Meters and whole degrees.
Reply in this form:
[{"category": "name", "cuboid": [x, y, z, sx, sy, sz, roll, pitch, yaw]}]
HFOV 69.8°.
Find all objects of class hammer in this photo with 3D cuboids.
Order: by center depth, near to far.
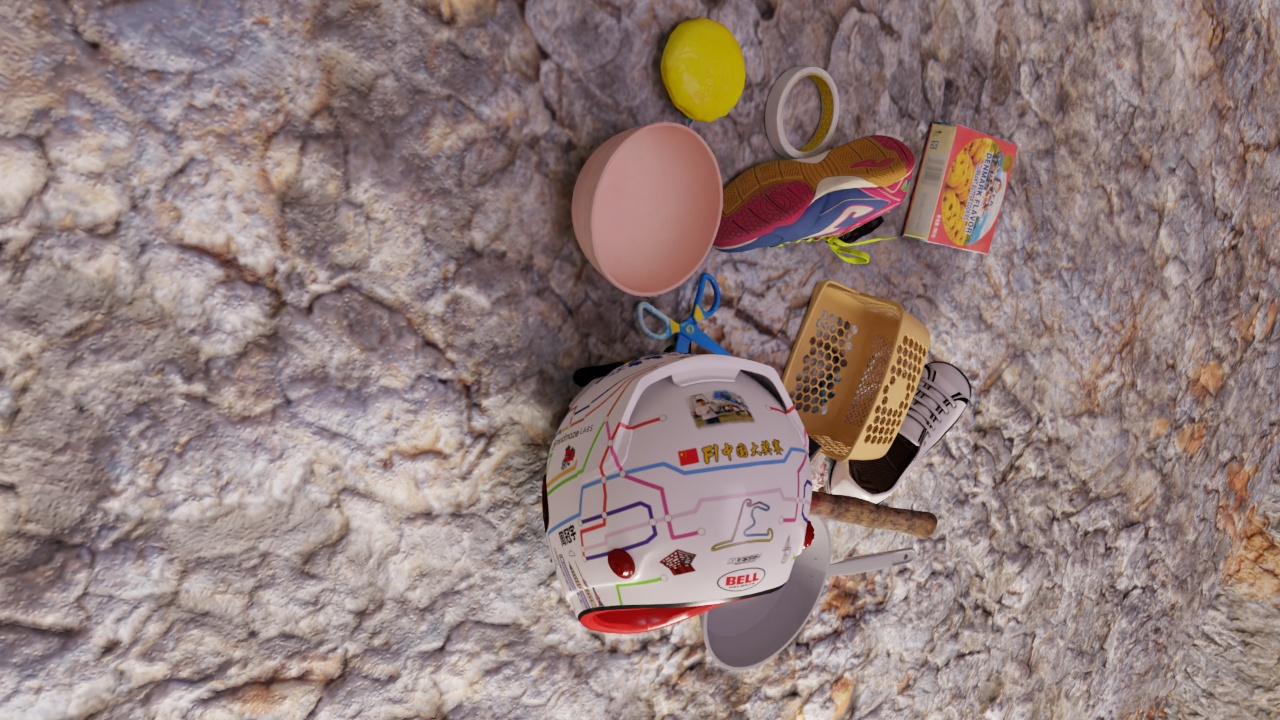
[{"category": "hammer", "cuboid": [0.250, 0.164, 1.032, 0.329, 0.033, 0.120, 17, 108, -43]}]

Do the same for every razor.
[{"category": "razor", "cuboid": [-0.005, 0.005, 0.919, 0.143, 0.021, 0.044, -12, 114, -33]}]

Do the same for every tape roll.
[{"category": "tape roll", "cuboid": [0.170, -0.258, 0.959, 0.093, 0.019, 0.094, -15, 115, -35]}]

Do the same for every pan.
[{"category": "pan", "cuboid": [0.199, 0.248, 1.075, 0.355, 0.051, 0.201, -3, 109, -40]}]

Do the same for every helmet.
[{"category": "helmet", "cuboid": [0.025, 0.115, 0.846, 0.230, 0.315, 0.235, -4, 70, -20]}]

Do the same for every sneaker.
[{"category": "sneaker", "cuboid": [0.176, -0.150, 0.951, 0.241, 0.116, 0.091, -21, 145, -13]}, {"category": "sneaker", "cuboid": [0.328, 0.087, 1.148, 0.245, 0.091, 0.097, -41, 166, -15]}]

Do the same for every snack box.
[{"category": "snack box", "cuboid": [0.402, -0.213, 1.150, 0.144, 0.040, 0.143, 2, 104, -39]}]

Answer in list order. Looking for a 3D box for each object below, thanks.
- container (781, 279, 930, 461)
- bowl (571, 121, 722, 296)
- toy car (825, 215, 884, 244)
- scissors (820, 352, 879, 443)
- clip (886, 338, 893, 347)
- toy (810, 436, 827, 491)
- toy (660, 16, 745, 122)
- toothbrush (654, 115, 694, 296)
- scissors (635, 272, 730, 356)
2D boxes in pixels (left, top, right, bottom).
[{"category": "container", "cuboid": [0.224, 0.013, 1.032, 0.166, 0.129, 0.183, 16, 96, -42]}, {"category": "bowl", "cuboid": [-0.005, -0.140, 0.825, 0.152, 0.076, 0.153, -16, 117, -34]}, {"category": "toy car", "cuboid": [0.232, -0.152, 1.037, 0.091, 0.042, 0.036, -25, 146, -29]}, {"category": "scissors", "cuboid": [0.269, 0.051, 1.163, 0.129, 0.014, 0.119, -16, 113, -36]}, {"category": "clip", "cuboid": [0.323, -0.041, 1.165, 0.045, 0.023, 0.060, -41, 129, -26]}, {"category": "toy", "cuboid": [0.197, 0.152, 1.127, 0.095, 0.041, 0.109, -25, 127, -32]}, {"category": "toy", "cuboid": [0.059, -0.268, 0.846, 0.095, 0.041, 0.094, -5, 99, -36]}, {"category": "toothbrush", "cuboid": [0.030, -0.154, 0.886, 0.019, 0.018, 0.188, 6, 103, -38]}, {"category": "scissors", "cuboid": [0.046, -0.034, 0.933, 0.130, 0.014, 0.125, 19, 79, -28]}]
